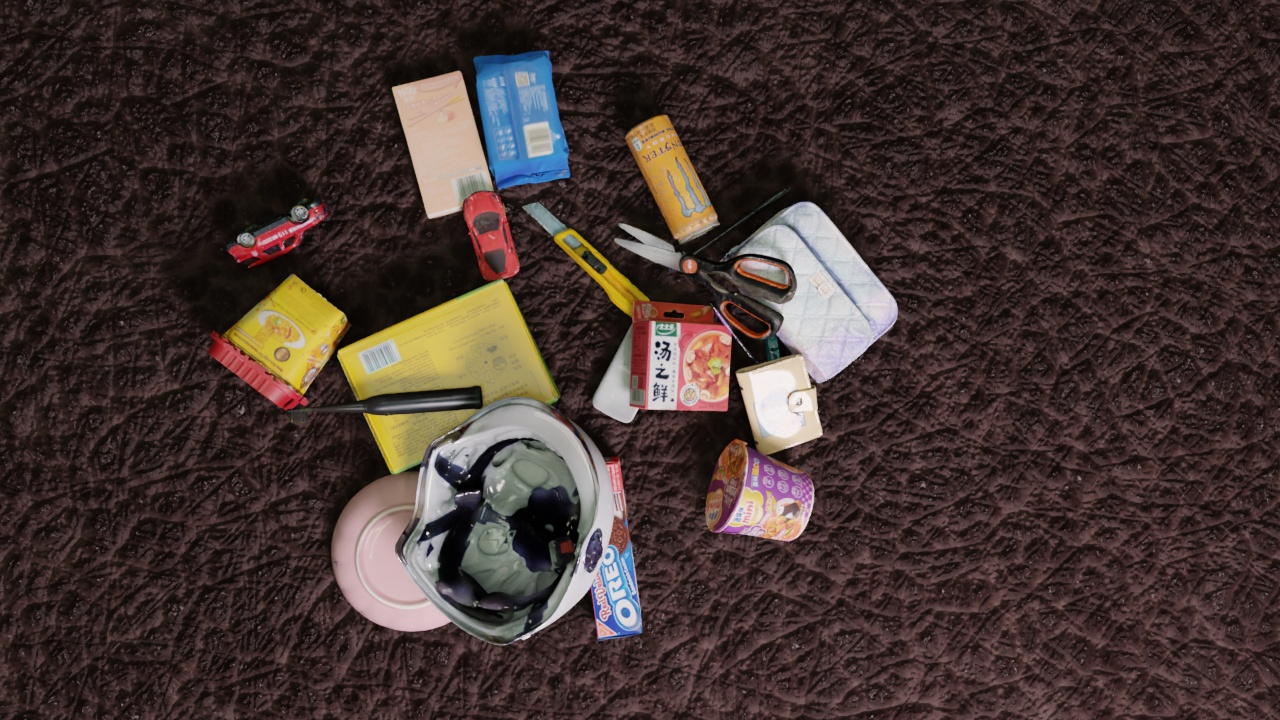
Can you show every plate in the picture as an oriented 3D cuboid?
[{"bbox_3d":[-0.270,0.228,1.080,0.192,0.039,0.192,0,90,-4],"label":"plate"}]

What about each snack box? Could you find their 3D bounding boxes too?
[{"bbox_3d":[-0.038,0.221,1.088,0.057,0.058,0.207,-8,91,-1],"label":"snack box"},{"bbox_3d":[-0.232,-0.254,1.086,0.084,0.026,0.157,-15,91,-4],"label":"snack box"},{"bbox_3d":[-0.219,0.018,1.067,0.210,0.070,0.157,-24,92,-4],"label":"snack box"},{"bbox_3d":[0.048,-0.005,1.080,0.113,0.044,0.127,2,91,-27],"label":"snack box"}]

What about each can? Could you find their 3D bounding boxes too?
[{"bbox_3d":[0.038,-0.215,1.089,0.058,0.058,0.146,-27,92,-4],"label":"can"}]

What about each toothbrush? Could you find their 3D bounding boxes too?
[{"bbox_3d":[0.107,-0.162,1.116,0.181,0.015,0.018,-33,84,-3],"label":"toothbrush"},{"bbox_3d":[0.136,-0.002,1.093,0.017,0.014,0.189,-36,111,6],"label":"toothbrush"},{"bbox_3d":[-0.283,0.050,1.014,0.212,0.026,0.027,-5,86,-4],"label":"toothbrush"}]

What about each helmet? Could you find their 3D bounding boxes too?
[{"bbox_3d":[-0.123,0.172,1.006,0.229,0.145,0.258,24,92,25],"label":"helmet"}]

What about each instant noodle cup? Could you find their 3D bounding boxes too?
[{"bbox_3d":[-0.401,-0.022,1.039,0.116,0.116,0.123,39,76,-3],"label":"instant noodle cup"},{"bbox_3d":[0.143,0.160,1.080,0.099,0.111,0.111,18,89,-11],"label":"instant noodle cup"}]

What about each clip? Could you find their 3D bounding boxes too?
[{"bbox_3d":[0.161,-0.009,1.118,0.014,0.040,0.056,-7,87,-7],"label":"clip"}]

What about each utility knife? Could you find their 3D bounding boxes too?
[{"bbox_3d":[-0.063,-0.120,1.097,0.207,0.015,0.033,43,81,4],"label":"utility knife"}]

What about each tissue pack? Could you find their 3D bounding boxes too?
[{"bbox_3d":[-0.140,-0.284,1.079,0.095,0.052,0.157,-11,91,-6],"label":"tissue pack"}]

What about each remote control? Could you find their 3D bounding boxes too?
[{"bbox_3d":[-0.007,0.006,1.106,0.056,0.020,0.136,28,86,-5],"label":"remote control"}]

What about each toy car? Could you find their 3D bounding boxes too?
[{"bbox_3d":[-0.176,-0.146,1.079,0.049,0.031,0.106,-14,108,-5],"label":"toy car"},{"bbox_3d":[-0.417,-0.148,1.061,0.120,0.053,0.045,-28,114,3],"label":"toy car"}]

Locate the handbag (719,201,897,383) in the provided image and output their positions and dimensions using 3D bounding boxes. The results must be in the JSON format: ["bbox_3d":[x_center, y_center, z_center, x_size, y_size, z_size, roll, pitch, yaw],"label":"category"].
[{"bbox_3d":[0.202,-0.086,1.093,0.134,0.075,0.194,-41,92,3],"label":"handbag"}]

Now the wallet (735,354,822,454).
[{"bbox_3d":[0.169,0.052,1.099,0.087,0.024,0.115,-15,111,5],"label":"wallet"}]

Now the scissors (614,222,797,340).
[{"bbox_3d":[0.068,-0.092,1.078,0.234,0.021,0.163,3,114,23],"label":"scissors"}]
